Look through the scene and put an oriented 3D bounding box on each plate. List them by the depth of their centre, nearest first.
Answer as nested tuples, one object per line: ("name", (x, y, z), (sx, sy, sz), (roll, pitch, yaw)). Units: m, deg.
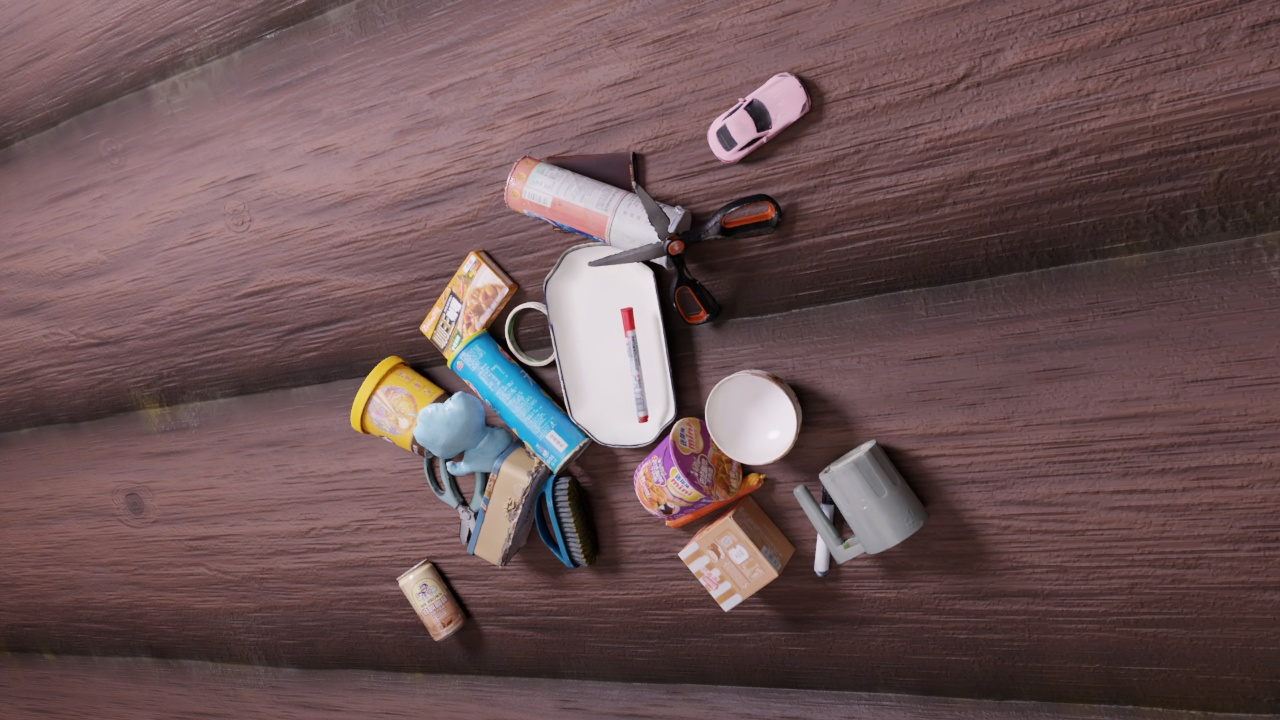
("plate", (-0.033, -0.020, 1.161), (0.162, 0.034, 0.266), (-5, 103, 28))

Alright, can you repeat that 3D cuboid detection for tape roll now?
("tape roll", (-0.141, -0.035, 1.221), (0.086, 0.013, 0.086), (8, 108, 24))

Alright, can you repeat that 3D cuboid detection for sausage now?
("sausage", (0.093, 0.179, 1.166), (0.166, 0.021, 0.021), (-31, 90, 31))

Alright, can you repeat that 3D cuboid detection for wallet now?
("wallet", (-0.059, -0.205, 1.127), (0.122, 0.020, 0.096), (3, 112, 24))

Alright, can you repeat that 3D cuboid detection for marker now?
("marker", (0.225, 0.202, 1.109), (0.023, 0.018, 0.131), (12, 110, 31))
("marker", (-0.007, 0.007, 1.125), (0.017, 0.017, 0.145), (-2, 105, 27))

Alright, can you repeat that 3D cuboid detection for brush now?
("brush", (-0.106, 0.220, 1.250), (0.074, 0.055, 0.144), (-6, 114, 20))

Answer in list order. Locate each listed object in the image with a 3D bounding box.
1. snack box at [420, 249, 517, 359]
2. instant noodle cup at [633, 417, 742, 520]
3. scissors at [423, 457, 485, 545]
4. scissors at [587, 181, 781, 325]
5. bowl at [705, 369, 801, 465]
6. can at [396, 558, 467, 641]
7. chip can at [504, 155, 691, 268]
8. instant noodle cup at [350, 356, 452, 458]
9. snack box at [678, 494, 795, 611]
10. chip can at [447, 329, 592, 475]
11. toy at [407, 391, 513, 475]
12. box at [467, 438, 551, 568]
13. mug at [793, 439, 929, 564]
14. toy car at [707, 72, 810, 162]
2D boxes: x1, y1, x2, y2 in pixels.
("snack box", (-0.235, -0.072, 1.250), (0.075, 0.026, 0.154), (46, 119, 8))
("instant noodle cup", (0.052, 0.142, 1.131), (0.111, 0.111, 0.099), (52, 127, 4))
("scissors", (-0.244, 0.193, 1.340), (0.172, 0.019, 0.176), (-20, 94, 29))
("scissors", (0.057, -0.124, 1.023), (0.221, 0.021, 0.234), (-27, 135, 1))
("bowl", (0.140, 0.062, 1.084), (0.114, 0.062, 0.113), (8, 107, 25))
("can", (-0.320, 0.368, 1.407), (0.059, 0.058, 0.116), (-34, 89, 30))
("chip can", (-0.052, -0.177, 1.083), (0.215, 0.071, 0.071), (22, 114, 13))
("instant noodle cup", (-0.325, 0.071, 1.292), (0.114, 0.118, 0.119), (27, 116, 7))
("snack box", (0.120, 0.237, 1.139), (0.093, 0.076, 0.095), (49, 119, 5))
("chip can", (-0.161, 0.055, 1.227), (0.210, 0.071, 0.071), (45, 119, 7))
("toy", (-0.242, 0.100, 1.232), (0.162, 0.156, 0.049), (-57, 40, 33))
("box", (-0.180, 0.203, 1.271), (0.062, 0.089, 0.185), (27, 114, 10))
("mug", (0.248, 0.164, 1.049), (0.124, 0.083, 0.103), (-35, 86, 28))
("toy car", (0.127, -0.265, 1.006), (0.123, 0.037, 0.056), (-32, 91, 29))
